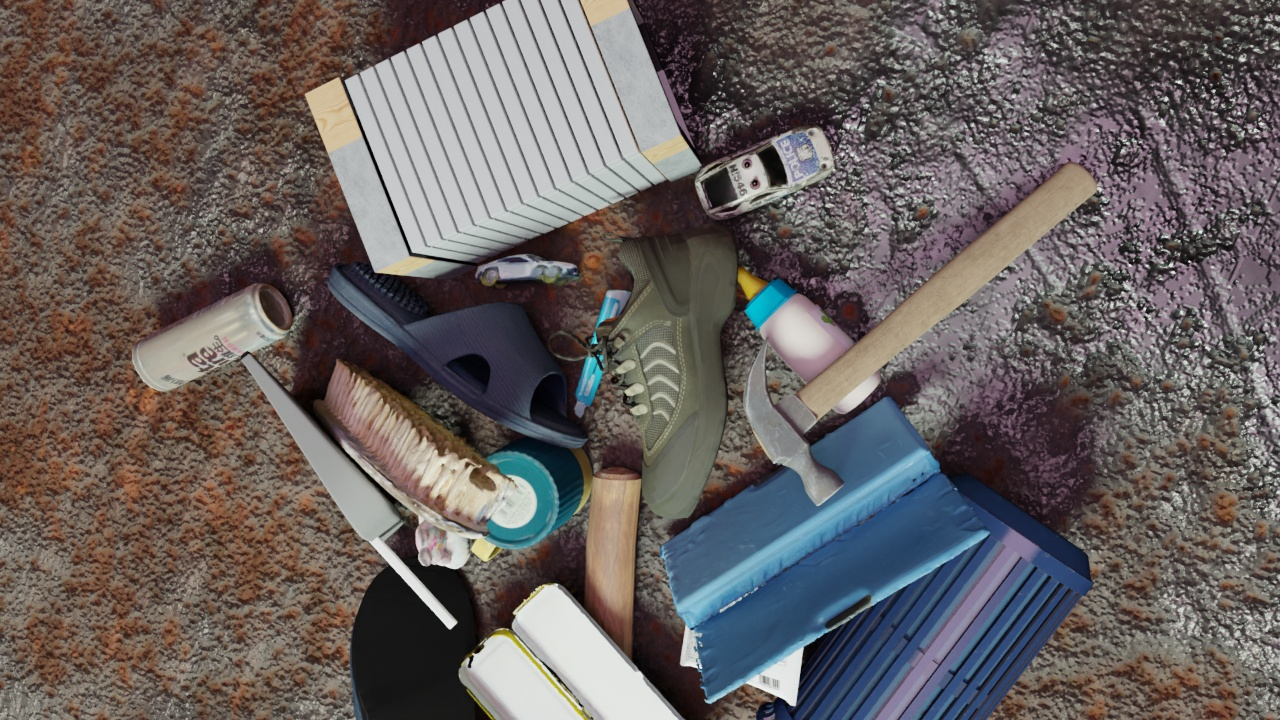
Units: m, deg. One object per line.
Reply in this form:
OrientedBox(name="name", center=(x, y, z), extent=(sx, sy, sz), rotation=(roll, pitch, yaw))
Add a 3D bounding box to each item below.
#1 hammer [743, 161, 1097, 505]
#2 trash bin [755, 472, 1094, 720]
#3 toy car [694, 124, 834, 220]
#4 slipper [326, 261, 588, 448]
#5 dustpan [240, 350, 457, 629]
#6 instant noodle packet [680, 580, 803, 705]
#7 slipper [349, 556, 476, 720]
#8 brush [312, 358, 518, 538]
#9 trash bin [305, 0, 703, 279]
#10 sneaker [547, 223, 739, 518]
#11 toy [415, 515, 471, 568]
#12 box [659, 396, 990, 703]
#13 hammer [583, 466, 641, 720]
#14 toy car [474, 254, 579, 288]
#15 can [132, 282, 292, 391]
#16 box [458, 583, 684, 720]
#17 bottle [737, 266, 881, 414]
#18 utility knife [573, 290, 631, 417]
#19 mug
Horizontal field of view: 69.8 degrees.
OrientedBox(name="hammer", center=(0.217, -0.040, 0.694), extent=(0.331, 0.031, 0.119), rotation=(-40, 79, -3))
OrientedBox(name="trash bin", center=(0.215, 0.215, 0.692), extent=(0.139, 0.139, 0.249), rotation=(35, 97, 7))
OrientedBox(name="toy car", center=(0.100, -0.153, 0.741), extent=(0.113, 0.040, 0.048), rotation=(-22, 90, 10))
OrientedBox(name="slipper", center=(-0.143, -0.024, 0.764), extent=(0.263, 0.101, 0.082), rotation=(35, 99, 10))
OrientedBox(name="dustpan", center=(-0.232, 0.115, 0.757), extent=(0.033, 0.163, 0.257), rotation=(-43, 86, -16))
OrientedBox(name="instant noodle packet", center=(0.079, 0.211, 0.726), extent=(0.134, 0.026, 0.087), rotation=(-4, 73, 54))
OrientedBox(name="slipper", center=(-0.196, 0.308, 0.793), extent=(0.108, 0.084, 0.265), rotation=(-3, 72, -31))
OrientedBox(name="brush", center=(-0.184, 0.064, 0.711), extent=(0.083, 0.271, 0.056), rotation=(36, 82, -36))
OrientedBox(name="trash bin", center=(-0.098, -0.179, 0.724), extent=(0.247, 0.142, 0.142), rotation=(-22, 89, 11))
OrientedBox(name="sneaker", center=(-0.004, 0.004, 0.727), extent=(0.143, 0.101, 0.238), rotation=(6, 89, -4))
OrientedBox(name="toy", center=(-0.162, 0.136, 0.763), extent=(0.037, 0.125, 0.076), rotation=(-10, 93, 0))
OrientedBox(name="box", center=(0.126, 0.137, 0.690), extent=(0.232, 0.174, 0.033), rotation=(-36, 116, 9))
OrientedBox(name="hammer", center=(-0.020, 0.241, 0.786), extent=(0.158, 0.037, 0.301), rotation=(2, 94, 10))
OrientedBox(name="toy car", center=(-0.096, -0.077, 0.782), extent=(0.090, 0.038, 0.027), rotation=(-2, 89, 10))
OrientedBox(name="can", center=(-0.386, -0.021, 0.831), extent=(0.136, 0.054, 0.054), rotation=(-23, 89, 10))
OrientedBox(name="box", center=(-0.045, 0.294, 0.759), extent=(0.129, 0.034, 0.209), rotation=(-44, 84, 13))
OrientedBox(name="bottle", center=(0.128, -0.023, 0.738), extent=(0.051, 0.051, 0.146), rotation=(-45, 85, 9))
OrientedBox(name="utility knife", center=(-0.034, -0.006, 0.787), extent=(0.022, 0.015, 0.117), rotation=(15, 98, -18))
OrientedBox(name="mug", center=(-0.099, 0.118, 0.759), extent=(0.083, 0.107, 0.114), rotation=(36, 99, 5))
